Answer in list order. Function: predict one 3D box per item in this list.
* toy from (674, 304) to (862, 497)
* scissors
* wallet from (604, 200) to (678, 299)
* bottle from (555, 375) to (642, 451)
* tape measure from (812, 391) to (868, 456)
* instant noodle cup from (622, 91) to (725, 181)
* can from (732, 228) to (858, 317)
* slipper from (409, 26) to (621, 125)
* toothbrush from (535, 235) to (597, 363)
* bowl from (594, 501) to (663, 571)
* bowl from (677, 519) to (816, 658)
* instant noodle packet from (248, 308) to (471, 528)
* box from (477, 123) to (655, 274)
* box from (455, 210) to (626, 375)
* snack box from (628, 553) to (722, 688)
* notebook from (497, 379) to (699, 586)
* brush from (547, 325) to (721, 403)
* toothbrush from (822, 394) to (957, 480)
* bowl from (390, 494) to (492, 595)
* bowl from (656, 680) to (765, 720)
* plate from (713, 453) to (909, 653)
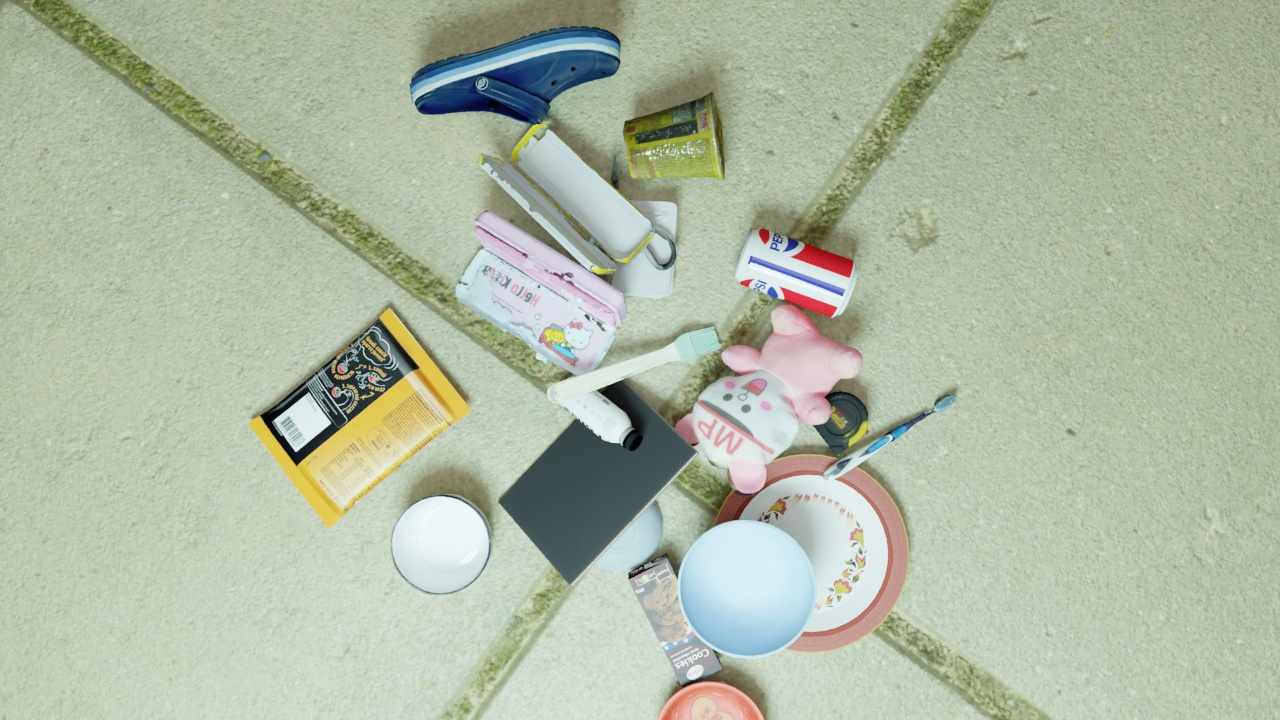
[{"bbox_3d":[0.145,0.045,1.051,0.142,0.084,0.213,39,85,25],"label":"toy"},{"bbox_3d":[-0.027,-0.153,1.079,0.157,0.012,0.169,27,95,13],"label":"scissors"},{"bbox_3d":[0.003,-0.133,1.095,0.086,0.032,0.116,10,90,13],"label":"wallet"},{"bbox_3d":[-0.046,0.064,1.061,0.116,0.041,0.041,36,89,26],"label":"bottle"},{"bbox_3d":[0.233,0.067,1.074,0.063,0.038,0.067,-38,84,8],"label":"tape measure"},{"bbox_3d":[0.040,-0.253,1.070,0.108,0.102,0.102,-6,87,11],"label":"instant noodle cup"},{"bbox_3d":[0.179,-0.103,1.065,0.132,0.070,0.070,20,88,3],"label":"can"},{"bbox_3d":[-0.141,-0.317,1.072,0.253,0.105,0.095,-11,88,6],"label":"slipper"},{"bbox_3d":[-0.084,-0.082,1.101,0.016,0.016,0.180,23,89,12],"label":"toothbrush"},{"bbox_3d":[-0.026,0.197,1.075,0.106,0.039,0.106,0,88,2],"label":"bowl"},{"bbox_3d":[0.116,0.248,1.027,0.150,0.075,0.150,0,88,1],"label":"bowl"},{"bbox_3d":[-0.335,0.069,1.095,0.221,0.032,0.160,-40,85,0],"label":"instant noodle packet"},{"bbox_3d":[-0.086,-0.191,1.053,0.210,0.080,0.084,45,102,15],"label":"box"},{"bbox_3d":[-0.122,-0.073,1.058,0.201,0.101,0.103,32,82,11],"label":"box"},{"bbox_3d":[0.040,0.301,1.065,0.051,0.032,0.141,-26,93,1],"label":"snack box"},{"bbox_3d":[-0.052,0.136,1.067,0.209,0.008,0.141,-46,63,0],"label":"notebook"},{"bbox_3d":[-0.006,0.006,1.068,0.217,0.012,0.033,-20,87,-15],"label":"brush"},{"bbox_3d":[0.291,0.089,1.066,0.189,0.017,0.016,-30,81,-8],"label":"toothbrush"},{"bbox_3d":[-0.225,0.210,1.068,0.116,0.065,0.116,0,87,2],"label":"bowl"},{"bbox_3d":[0.080,0.430,1.058,0.130,0.045,0.130,0,87,2],"label":"bowl"},{"bbox_3d":[0.196,0.224,1.075,0.230,0.021,0.229,0,88,2],"label":"plate"}]
